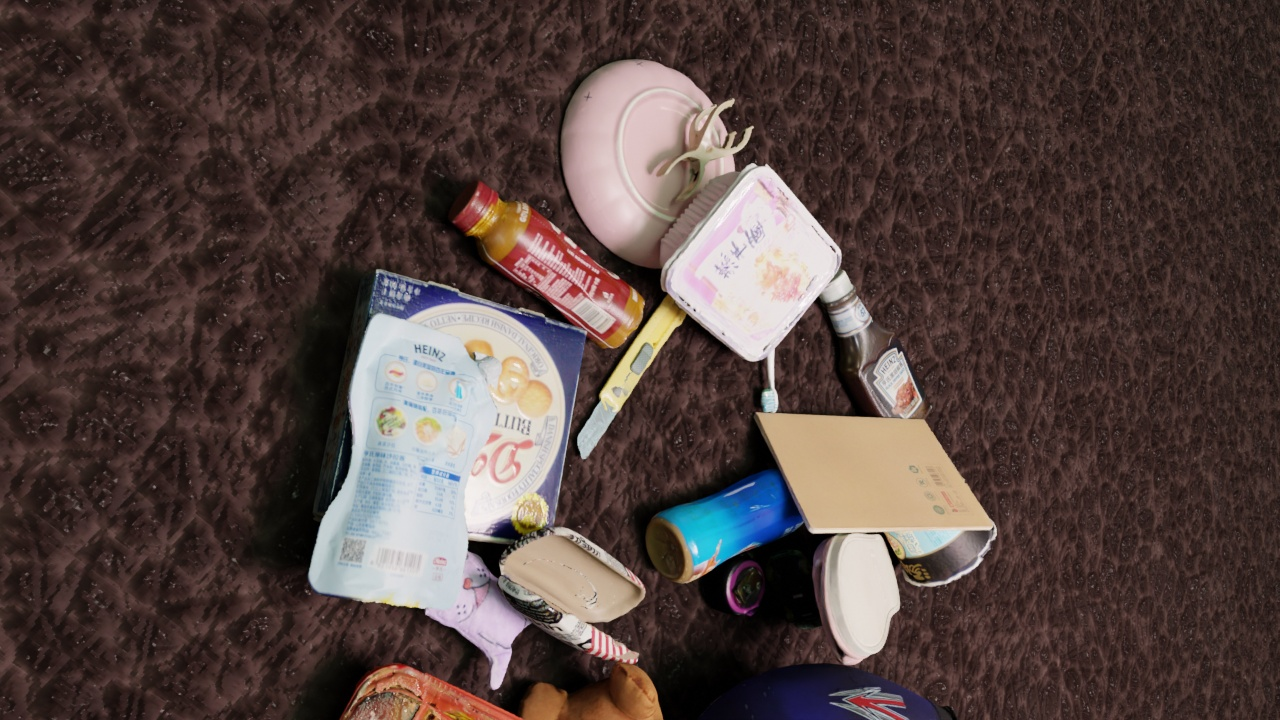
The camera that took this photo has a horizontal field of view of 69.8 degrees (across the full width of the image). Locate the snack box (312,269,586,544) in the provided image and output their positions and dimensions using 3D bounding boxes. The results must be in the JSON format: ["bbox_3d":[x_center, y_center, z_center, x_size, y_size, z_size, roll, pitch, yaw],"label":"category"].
[{"bbox_3d":[-0.138,0.042,0.697,0.177,0.046,0.182,15,77,-34],"label":"snack box"}]

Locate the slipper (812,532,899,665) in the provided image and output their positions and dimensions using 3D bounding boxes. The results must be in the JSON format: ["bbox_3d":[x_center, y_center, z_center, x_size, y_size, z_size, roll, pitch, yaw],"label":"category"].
[{"bbox_3d":[0.200,0.218,0.874,0.274,0.054,0.114,8,66,-67],"label":"slipper"}]

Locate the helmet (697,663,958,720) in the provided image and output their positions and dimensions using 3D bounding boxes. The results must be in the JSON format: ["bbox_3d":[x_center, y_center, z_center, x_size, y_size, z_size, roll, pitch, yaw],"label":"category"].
[{"bbox_3d":[0.140,0.408,0.757,0.240,0.246,0.316,-2,110,6],"label":"helmet"}]

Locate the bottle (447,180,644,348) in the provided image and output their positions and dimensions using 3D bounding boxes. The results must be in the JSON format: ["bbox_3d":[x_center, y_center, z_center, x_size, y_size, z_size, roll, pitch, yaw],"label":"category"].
[{"bbox_3d":[-0.075,-0.077,0.743,0.175,0.058,0.057,37,66,-29],"label":"bottle"}]

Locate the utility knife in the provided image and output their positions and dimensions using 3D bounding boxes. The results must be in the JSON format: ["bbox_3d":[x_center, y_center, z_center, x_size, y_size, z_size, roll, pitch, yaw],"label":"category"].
[{"bbox_3d":[-0.005,0.005,0.820,0.031,0.021,0.198,44,68,-20],"label":"utility knife"}]

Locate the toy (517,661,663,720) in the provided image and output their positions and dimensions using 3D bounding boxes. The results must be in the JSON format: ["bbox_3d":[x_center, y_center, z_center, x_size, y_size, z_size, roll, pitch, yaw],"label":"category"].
[{"bbox_3d":[-0.021,0.331,0.680,0.130,0.140,0.199,45,29,-54],"label":"toy"}]

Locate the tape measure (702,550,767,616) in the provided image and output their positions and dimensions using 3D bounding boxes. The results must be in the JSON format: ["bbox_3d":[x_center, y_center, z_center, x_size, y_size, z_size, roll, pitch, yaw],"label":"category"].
[{"bbox_3d":[0.089,0.208,0.854,0.057,0.039,0.057,-40,110,-31],"label":"tape measure"}]

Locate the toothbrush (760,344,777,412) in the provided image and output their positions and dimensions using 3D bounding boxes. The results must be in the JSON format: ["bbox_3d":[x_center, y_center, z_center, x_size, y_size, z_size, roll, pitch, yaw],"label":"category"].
[{"bbox_3d":[0.125,-0.060,0.909,0.027,0.027,0.224,-1,88,-38],"label":"toothbrush"}]

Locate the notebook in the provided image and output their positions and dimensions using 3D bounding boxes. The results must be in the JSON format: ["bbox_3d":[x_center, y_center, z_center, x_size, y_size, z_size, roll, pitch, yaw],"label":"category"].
[{"bbox_3d":[0.226,0.107,0.894,0.207,0.008,0.147,3,41,-22],"label":"notebook"}]

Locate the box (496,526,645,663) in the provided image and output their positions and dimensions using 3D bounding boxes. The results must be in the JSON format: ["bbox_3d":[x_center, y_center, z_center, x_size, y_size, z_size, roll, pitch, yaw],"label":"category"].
[{"bbox_3d":[-0.048,0.178,0.722,0.163,0.076,0.087,44,62,-47],"label":"box"}]

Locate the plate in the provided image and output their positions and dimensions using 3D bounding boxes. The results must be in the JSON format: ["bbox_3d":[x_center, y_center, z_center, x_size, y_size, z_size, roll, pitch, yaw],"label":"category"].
[{"bbox_3d":[0.019,-0.181,0.831,0.192,0.039,0.192,3,85,-36],"label":"plate"}]

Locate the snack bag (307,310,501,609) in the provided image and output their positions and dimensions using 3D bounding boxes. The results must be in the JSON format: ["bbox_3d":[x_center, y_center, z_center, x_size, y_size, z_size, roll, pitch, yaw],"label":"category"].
[{"bbox_3d":[-0.156,0.070,0.631,0.110,0.039,0.190,16,76,-27],"label":"snack bag"}]

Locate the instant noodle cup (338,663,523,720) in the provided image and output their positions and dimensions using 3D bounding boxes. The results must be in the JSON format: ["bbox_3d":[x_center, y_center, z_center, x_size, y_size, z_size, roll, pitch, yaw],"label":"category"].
[{"bbox_3d":[-0.153,0.317,0.624,0.164,0.079,0.188,29,69,-4],"label":"instant noodle cup"}]

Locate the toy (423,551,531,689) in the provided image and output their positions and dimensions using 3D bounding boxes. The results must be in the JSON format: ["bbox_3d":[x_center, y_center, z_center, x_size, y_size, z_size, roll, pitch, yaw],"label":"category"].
[{"bbox_3d":[-0.127,0.186,0.697,0.108,0.039,0.083,50,42,-24],"label":"toy"}]

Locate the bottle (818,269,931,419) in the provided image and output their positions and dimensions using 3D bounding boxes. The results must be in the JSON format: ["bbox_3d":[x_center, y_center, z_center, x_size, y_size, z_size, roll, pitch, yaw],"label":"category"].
[{"bbox_3d":[0.244,-0.007,0.981,0.079,0.044,0.195,-41,109,-28],"label":"bottle"}]

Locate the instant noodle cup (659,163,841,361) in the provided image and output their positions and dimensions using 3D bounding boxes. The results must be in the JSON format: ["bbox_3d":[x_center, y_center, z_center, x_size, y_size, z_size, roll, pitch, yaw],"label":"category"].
[{"bbox_3d":[0.091,-0.091,0.830,0.138,0.060,0.173,-50,134,4],"label":"instant noodle cup"}]

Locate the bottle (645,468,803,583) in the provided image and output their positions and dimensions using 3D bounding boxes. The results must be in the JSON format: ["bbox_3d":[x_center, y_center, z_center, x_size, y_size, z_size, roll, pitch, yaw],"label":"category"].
[{"bbox_3d":[0.106,0.141,0.855,0.218,0.065,0.065,-15,96,-35],"label":"bottle"}]

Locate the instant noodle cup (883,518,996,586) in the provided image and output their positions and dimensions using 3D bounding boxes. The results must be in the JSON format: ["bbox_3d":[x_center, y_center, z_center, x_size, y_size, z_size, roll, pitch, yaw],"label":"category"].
[{"bbox_3d":[0.297,0.159,0.978,0.111,0.111,0.120,-45,103,-30],"label":"instant noodle cup"}]

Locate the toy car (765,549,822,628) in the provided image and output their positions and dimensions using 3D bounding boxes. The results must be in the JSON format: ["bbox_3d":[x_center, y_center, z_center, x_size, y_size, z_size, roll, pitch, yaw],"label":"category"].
[{"bbox_3d":[0.155,0.222,0.898,0.091,0.043,0.036,63,22,-23],"label":"toy car"}]

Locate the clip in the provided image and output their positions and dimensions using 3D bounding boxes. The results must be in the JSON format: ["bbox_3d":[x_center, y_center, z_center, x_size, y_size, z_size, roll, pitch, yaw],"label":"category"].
[{"bbox_3d":[0.065,-0.179,0.819,0.081,0.035,0.104,33,73,-29],"label":"clip"}]
